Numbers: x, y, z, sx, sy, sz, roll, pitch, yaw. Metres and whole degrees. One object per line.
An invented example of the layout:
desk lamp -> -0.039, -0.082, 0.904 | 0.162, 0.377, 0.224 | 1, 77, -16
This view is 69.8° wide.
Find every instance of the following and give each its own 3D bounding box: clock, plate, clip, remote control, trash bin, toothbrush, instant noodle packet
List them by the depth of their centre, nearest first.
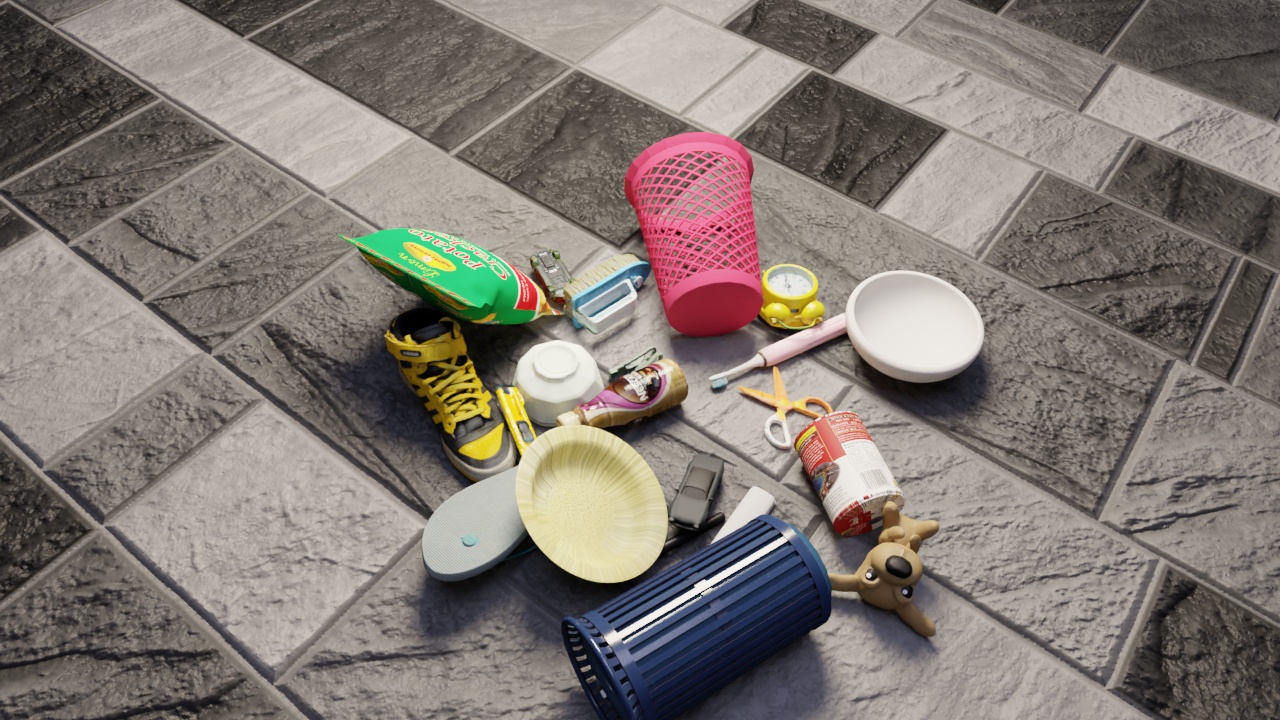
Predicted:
trash bin -> 0.063, 0.261, 0.916 | 0.249, 0.139, 0.139 | -25, 57, -22
plate -> -0.059, 0.161, 1.010 | 0.184, 0.036, 0.184 | 18, 50, -23
remote control -> 0.109, 0.197, 1.046 | 0.033, 0.012, 0.130 | 30, 56, 19
instant noodle packet -> -0.228, -0.104, 1.159 | 0.196, 0.252, 0.090 | 27, 99, 18
clip -> -0.010, 0.005, 1.187 | 0.050, 0.023, 0.078 | 29, 58, 18
toothbrush -> 0.185, -0.012, 1.208 | 0.222, 0.027, 0.026 | -23, 89, -19
clock -> 0.202, -0.078, 1.240 | 0.083, 0.057, 0.118 | -3, 45, -6

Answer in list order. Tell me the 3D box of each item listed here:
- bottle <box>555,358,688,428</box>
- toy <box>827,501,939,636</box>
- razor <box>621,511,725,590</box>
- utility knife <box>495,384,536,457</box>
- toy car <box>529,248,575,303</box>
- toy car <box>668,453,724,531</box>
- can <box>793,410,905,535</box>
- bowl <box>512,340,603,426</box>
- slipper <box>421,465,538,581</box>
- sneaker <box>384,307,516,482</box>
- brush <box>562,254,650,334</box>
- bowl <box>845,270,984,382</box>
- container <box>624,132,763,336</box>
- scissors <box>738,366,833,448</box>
bottle -> -0.024, 0.052, 1.123 | 0.165, 0.060, 0.059 | -23, 56, -20
toy -> 0.273, 0.217, 0.991 | 0.134, 0.106, 0.108 | 24, 65, 10
razor -> 0.036, 0.206, 1.029 | 0.144, 0.022, 0.043 | -26, 59, -22
utility knife -> -0.131, 0.096, 1.072 | 0.030, 0.018, 0.191 | -8, 51, -26
toy car -> -0.121, -0.116, 1.267 | 0.042, 0.036, 0.091 | -22, 55, -20
toy car -> 0.066, 0.150, 1.057 | 0.046, 0.034, 0.111 | 14, 39, 14
can -> 0.239, 0.130, 1.058 | 0.086, 0.087, 0.116 | -12, 53, -13
bowl -> -0.104, 0.019, 1.146 | 0.117, 0.061, 0.117 | 1, 51, -1
slipper -> -0.140, 0.167, 1.042 | 0.098, 0.055, 0.267 | 35, 47, 26
sneaker -> -0.225, 0.030, 1.093 | 0.085, 0.122, 0.238 | -30, 58, -22
brush -> -0.034, -0.093, 1.241 | 0.135, 0.055, 0.075 | -34, 56, -26
bowl -> 0.353, -0.034, 1.207 | 0.176, 0.066, 0.176 | 1, 52, -2
container -> 0.082, -0.159, 1.238 | 0.183, 0.183, 0.225 | -4, 59, -6
scissors -> 0.180, 0.062, 1.158 | 0.125, 0.011, 0.127 | 21, 53, 12
